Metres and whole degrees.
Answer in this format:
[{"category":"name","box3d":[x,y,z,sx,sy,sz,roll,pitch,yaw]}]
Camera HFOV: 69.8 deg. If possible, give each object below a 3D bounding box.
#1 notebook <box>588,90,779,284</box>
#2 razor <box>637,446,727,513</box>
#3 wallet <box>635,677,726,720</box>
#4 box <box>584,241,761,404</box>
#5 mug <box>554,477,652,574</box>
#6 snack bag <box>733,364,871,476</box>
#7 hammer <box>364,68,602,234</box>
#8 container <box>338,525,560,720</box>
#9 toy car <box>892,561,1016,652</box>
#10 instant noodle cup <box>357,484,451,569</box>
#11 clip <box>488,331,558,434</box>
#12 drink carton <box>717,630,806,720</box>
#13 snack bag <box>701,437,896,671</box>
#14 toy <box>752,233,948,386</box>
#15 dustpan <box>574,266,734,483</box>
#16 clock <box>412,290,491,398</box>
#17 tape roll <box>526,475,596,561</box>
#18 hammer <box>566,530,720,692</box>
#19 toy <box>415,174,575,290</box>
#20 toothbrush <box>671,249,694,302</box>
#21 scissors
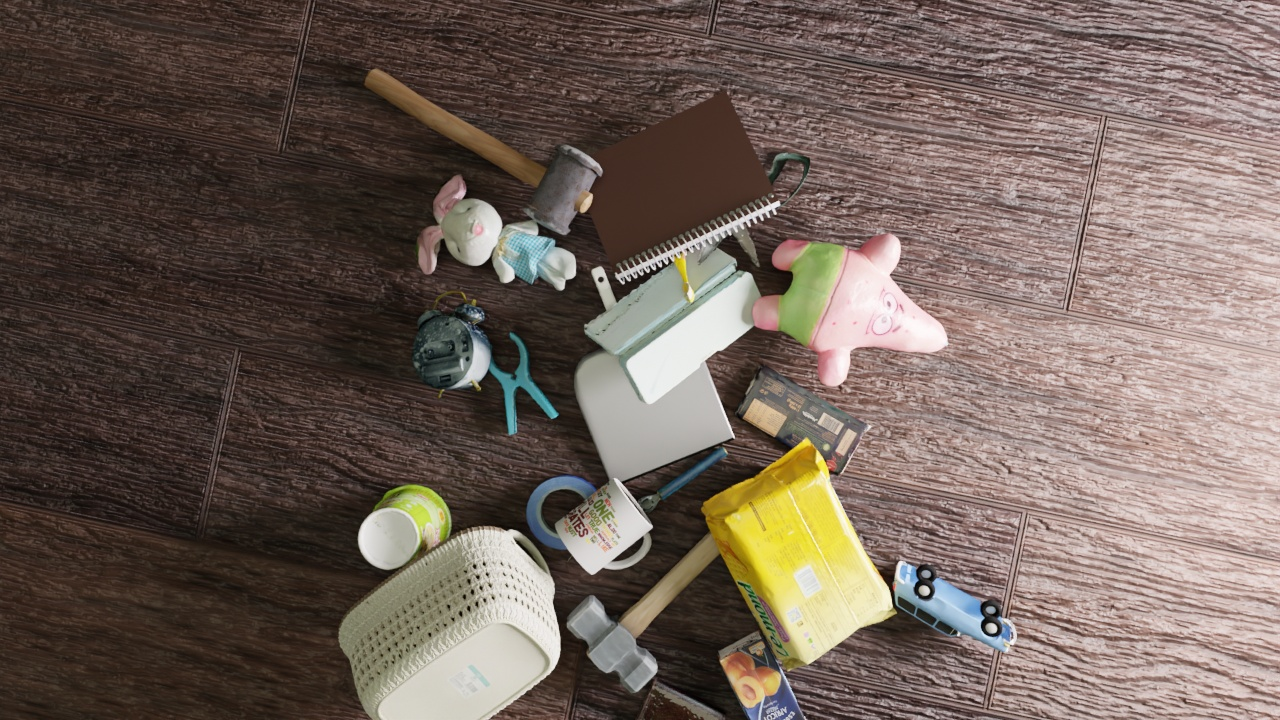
[{"category":"notebook","box3d":[0.040,-0.207,1.100,0.209,0.022,0.171,-24,71,7]},{"category":"razor","box3d":[0.046,0.151,1.128,0.144,0.022,0.042,-35,90,0]},{"category":"wallet","box3d":[0.037,0.463,1.120,0.099,0.031,0.120,25,91,5]},{"category":"box","box3d":[0.045,-0.049,1.095,0.197,0.075,0.125,-36,63,-18]},{"category":"mug","box3d":[-0.035,0.206,1.091,0.089,0.073,0.105,-38,116,-1]},{"category":"snack bag","box3d":[0.197,0.073,1.127,0.155,0.018,0.074,31,89,2]},{"category":"hammer","box3d":[-0.201,-0.267,1.115,0.328,0.052,0.098,31,94,10]},{"category":"container","box3d":[-0.210,0.319,1.046,0.246,0.143,0.184,-36,125,1]},{"category":"toy car","box3d":[0.370,0.296,1.094,0.153,0.056,0.055,28,111,12]},{"category":"instant noodle cup","box3d":[-0.285,0.203,1.091,0.099,0.108,0.099,0,89,0]},{"category":"clip","box3d":[-0.167,0.031,1.133,0.113,0.028,0.126,-12,90,-1]},{"category":"drink carton","box3d":[0.149,0.403,1.113,0.064,0.040,0.130,-27,89,1]},{"category":"snack bag","box3d":[0.188,0.232,1.078,0.159,0.068,0.247,-29,97,-7]},{"category":"toy","box3d":[0.259,-0.059,1.093,0.236,0.097,0.192,19,96,-7]},{"category":"dustpan","box3d":[-0.007,0.007,1.129,0.163,0.033,0.257,-22,97,0]},{"category":"clock","box3d":[-0.229,-0.022,1.111,0.090,0.052,0.129,-9,83,22]},{"category":"tape roll","box3d":[-0.092,0.187,1.132,0.093,0.016,0.091,42,90,1]},{"category":"hammer","box3d":[0.060,0.251,1.115,0.322,0.051,0.117,-44,91,-2]},{"category":"toy","box3d":[-0.176,-0.136,1.097,0.205,0.105,0.131,24,92,3]},{"category":"toothbrush","box3d":[0.047,-0.122,1.097,0.021,0.016,0.135,-19,50,9]},{"category":"scissors","box3d":[0.099,-0.209,1.119,0.204,0.015,0.201,35,72,11]}]
